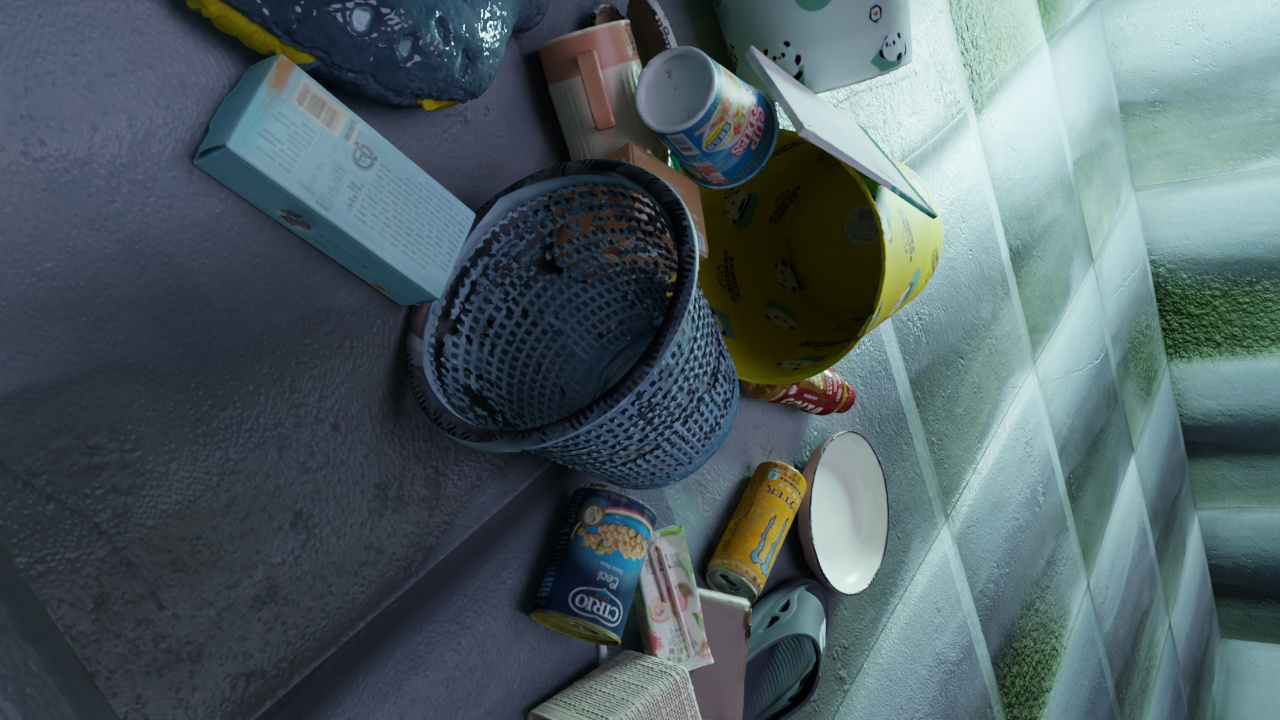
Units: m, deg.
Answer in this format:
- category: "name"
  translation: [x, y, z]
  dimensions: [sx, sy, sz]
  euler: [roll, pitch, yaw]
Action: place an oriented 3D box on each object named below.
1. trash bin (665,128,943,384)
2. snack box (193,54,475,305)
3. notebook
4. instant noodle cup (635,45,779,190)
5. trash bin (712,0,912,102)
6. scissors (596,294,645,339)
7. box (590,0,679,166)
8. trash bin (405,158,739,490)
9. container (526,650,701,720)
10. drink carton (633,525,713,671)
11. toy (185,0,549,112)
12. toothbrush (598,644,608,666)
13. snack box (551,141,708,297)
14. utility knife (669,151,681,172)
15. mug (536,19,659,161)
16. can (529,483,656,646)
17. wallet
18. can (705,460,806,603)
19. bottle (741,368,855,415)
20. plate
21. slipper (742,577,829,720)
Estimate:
- category: "trash bin"
  translation: [0.177, -0.113, 0.921]
  dimensions: [0.254, 0.230, 0.229]
  euler: [-19, 100, -54]
- category: "snack box"
  translation: [-0.196, -0.113, 0.610]
  dimensions: [0.175, 0.052, 0.074]
  euler: [39, 59, -39]
- category: "notebook"
  translation: [0.174, -0.207, 0.818]
  dimensions: [0.150, 0.012, 0.208]
  euler: [26, 27, -23]
- category: "instant noodle cup"
  translation: [0.050, -0.204, 0.759]
  dimensions: [0.109, 0.099, 0.099]
  euler: [14, 75, -62]
- category: "trash bin"
  translation: [0.167, -0.413, 0.943]
  dimensions: [0.228, 0.230, 0.252]
  euler: [-37, 120, -44]
- category: "scissors"
  translation: [-0.015, 0.005, 0.837]
  dimensions: [0.162, 0.014, 0.164]
  euler: [36, 62, -43]
- category: "box"
  translation: [0.019, -0.258, 0.847]
  dimensions: [0.163, 0.086, 0.076]
  euler: [67, 26, -16]
- category: "trash bin"
  translation: [-0.027, -0.002, 0.692]
  dimensions: [0.195, 0.227, 0.226]
  euler: [47, 52, -51]
- category: "container"
  translation: [-0.015, 0.298, 0.736]
  dimensions: [0.110, 0.090, 0.090]
  euler: [-25, 105, -40]
- category: "drink carton"
  translation: [0.023, 0.210, 0.805]
  dimensions: [0.053, 0.046, 0.122]
  euler: [-10, 82, -17]
- category: "toy"
  translation: [-0.169, -0.239, 0.637]
  dimensions: [0.355, 0.092, 0.138]
  euler: [-20, 73, -49]
- category: "toothbrush"
  translation: [-0.028, 0.272, 0.790]
  dimensions: [0.016, 0.016, 0.180]
  euler: [-5, 90, -39]
- category: "snack box"
  translation: [-0.010, -0.117, 0.780]
  dimensions: [0.092, 0.095, 0.077]
  euler: [21, 55, -46]
- category: "utility knife"
  translation: [0.021, -0.258, 0.905]
  dimensions: [0.029, 0.013, 0.174]
  euler: [-25, 102, -50]
- category: "mug"
  translation: [-0.034, -0.222, 0.769]
  dimensions: [0.114, 0.082, 0.106]
  euler: [-95, 169, -74]
- category: "can"
  translation: [-0.036, 0.166, 0.747]
  dimensions: [0.075, 0.075, 0.111]
  euler: [41, 56, -38]
- category: "wallet"
  translation: [0.049, 0.270, 0.842]
  dimensions: [0.101, 0.032, 0.124]
  euler: [14, 72, -17]
- category: "can"
  translation: [0.120, 0.173, 0.938]
  dimensions: [0.058, 0.058, 0.145]
  euler: [56, 48, -29]
- category: "bottle"
  translation: [0.182, 0.028, 1.025]
  dimensions: [0.174, 0.058, 0.057]
  euler: [16, 74, -48]
- category: "plate"
  translation: [0.234, 0.178, 1.084]
  dimensions: [0.192, 0.039, 0.192]
  euler: [7, 80, -49]
- category: "slipper"
  translation: [0.140, 0.319, 0.930]
  dimensions: [0.267, 0.083, 0.111]
  euler: [-25, 107, -46]
